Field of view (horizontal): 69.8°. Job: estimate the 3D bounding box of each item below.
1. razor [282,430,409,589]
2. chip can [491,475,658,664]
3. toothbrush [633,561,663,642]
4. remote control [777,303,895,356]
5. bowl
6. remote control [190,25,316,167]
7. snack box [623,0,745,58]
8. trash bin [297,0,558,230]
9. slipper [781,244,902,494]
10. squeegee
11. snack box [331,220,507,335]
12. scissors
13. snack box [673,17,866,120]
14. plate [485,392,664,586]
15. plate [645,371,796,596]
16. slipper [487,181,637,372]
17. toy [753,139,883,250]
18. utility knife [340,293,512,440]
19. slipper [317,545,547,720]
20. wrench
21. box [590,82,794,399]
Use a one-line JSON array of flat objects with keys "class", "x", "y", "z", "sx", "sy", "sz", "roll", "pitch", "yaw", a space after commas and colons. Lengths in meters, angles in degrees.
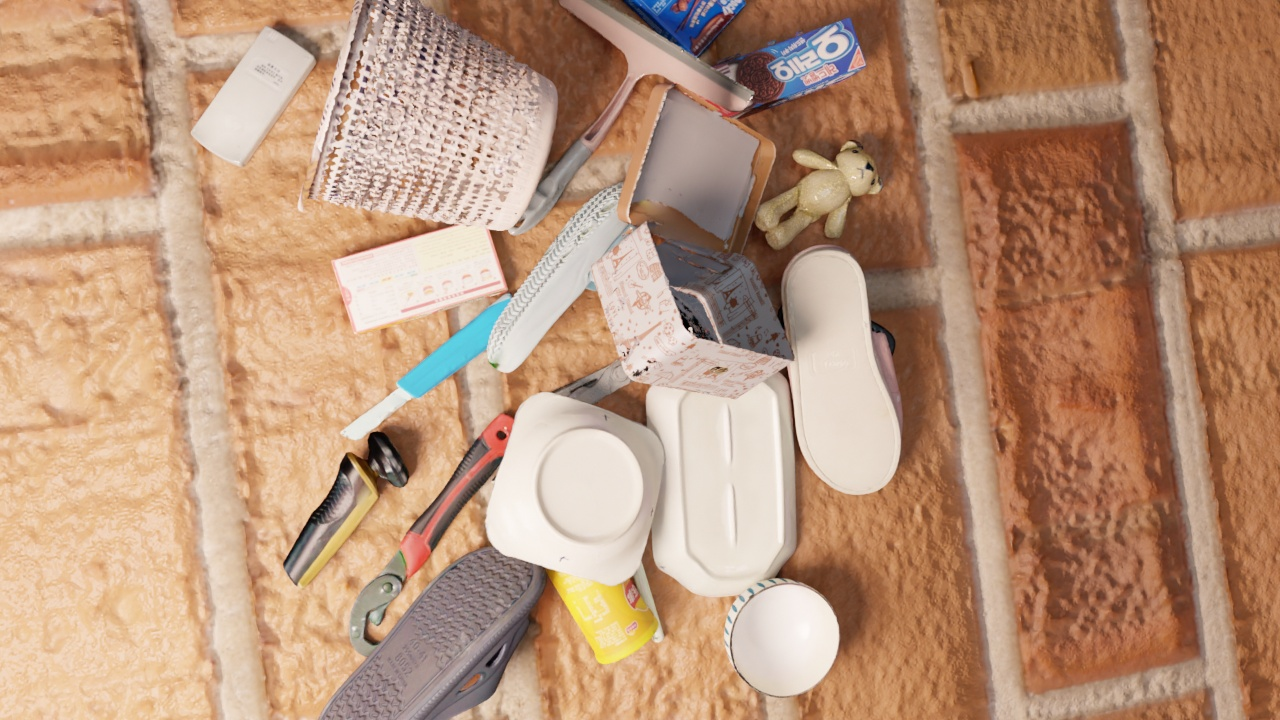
[{"class": "razor", "x": -0.286, "y": 0.148, "z": 0.888, "sx": 0.067, "sy": 0.062, "sz": 0.167, "roll": 37, "pitch": 87, "yaw": -38}, {"class": "chip can", "x": -0.065, "y": 0.192, "z": 0.910, "sx": 0.072, "sy": 0.072, "sz": 0.213, "roll": -32, "pitch": 94, "yaw": -9}, {"class": "toothbrush", "x": -0.006, "y": 0.200, "z": 0.948, "sx": 0.029, "sy": 0.020, "sz": 0.189, "roll": -15, "pitch": 92, "yaw": 20}, {"class": "remote control", "x": 0.209, "y": -0.033, "z": 0.988, "sx": 0.136, "sy": 0.024, "sz": 0.053, "roll": 24, "pitch": 91, "yaw": -8}, {"class": "bowl", "x": 0.139, "y": 0.279, "z": 0.945, "sx": 0.116, "sy": 0.066, "sz": 0.116, "roll": 0, "pitch": 91, "yaw": -11}, {"class": "remote control", "x": -0.377, "y": -0.257, "z": 0.896, "sx": 0.056, "sy": 0.019, "sz": 0.135, "roll": 32, "pitch": 83, "yaw": -8}, {"class": "snack box", "x": 0.026, "y": -0.398, "z": 0.966, "sx": 0.157, "sy": 0.026, "sz": 0.084, "roll": 42, "pitch": 82, "yaw": -6}, {"class": "trash bin", "x": -0.189, "y": -0.218, "z": 0.843, "sx": 0.192, "sy": 0.228, "sz": 0.227, "roll": 16, "pitch": 85, "yaw": -22}, {"class": "slipper", "x": 0.207, "y": 0.012, "z": 0.957, "sx": 0.114, "sy": 0.054, "sz": 0.274, "roll": -13, "pitch": 106, "yaw": 8}, {"class": "squeegee", "x": -0.055, "y": -0.227, "z": 0.937, "sx": 0.248, "sy": 0.040, "sz": 0.249, "roll": 37, "pitch": 92, "yaw": 15}, {"class": "snack box", "x": -0.218, "y": -0.084, "z": 0.915, "sx": 0.155, "sy": 0.027, "sz": 0.077, "roll": -17, "pitch": 91, "yaw": -10}, {"class": "scissors", "x": -0.013, "y": -0.006, "z": 0.955, "sx": 0.205, "sy": 0.015, "sz": 0.196, "roll": 13, "pitch": 87, "yaw": -9}, {"class": "snack box", "x": 0.132, "y": -0.298, "z": 0.967, "sx": 0.207, "sy": 0.057, "sz": 0.058, "roll": -23, "pitch": 95, "yaw": -10}, {"class": "plate", "x": -0.054, "y": 0.120, "z": 0.872, "sx": 0.164, "sy": 0.034, "sz": 0.163, "roll": 20, "pitch": 72, "yaw": -18}, {"class": "plate", "x": 0.090, "y": 0.117, "z": 0.950, "sx": 0.162, "sy": 0.034, "sz": 0.265, "roll": -2, "pitch": 92, "yaw": -11}, {"class": "slipper", "x": -0.058, "y": -0.081, "z": 0.904, "sx": 0.074, "sy": 0.104, "sz": 0.245, "roll": 41, "pitch": 79, "yaw": -20}, {"class": "toy", "x": 0.186, "y": -0.173, "z": 0.967, "sx": 0.157, "sy": 0.066, "sz": 0.105, "roll": -34, "pitch": 99, "yaw": -16}, {"class": "utility knife", "x": -0.208, "y": 0.010, "z": 0.917, "sx": 0.216, "sy": 0.018, "sz": 0.034, "roll": -39, "pitch": 97, "yaw": -10}, {"class": "slipper", "x": -0.190, "y": 0.290, "z": 0.883, "sx": 0.268, "sy": 0.111, "sz": 0.083, "roll": -44, "pitch": 134, "yaw": -9}, {"class": "wrench", "x": -0.206, "y": 0.170, "z": 0.915, "sx": 0.056, "sy": 0.016, "sz": 0.273, "roll": 34, "pitch": 83, "yaw": -11}, {"class": "box", "x": 0.053, "y": -0.104, "z": 0.866, "sx": 0.178, "sy": 0.125, "sz": 0.273, "roll": 12, "pitch": 74, "yaw": -48}]
